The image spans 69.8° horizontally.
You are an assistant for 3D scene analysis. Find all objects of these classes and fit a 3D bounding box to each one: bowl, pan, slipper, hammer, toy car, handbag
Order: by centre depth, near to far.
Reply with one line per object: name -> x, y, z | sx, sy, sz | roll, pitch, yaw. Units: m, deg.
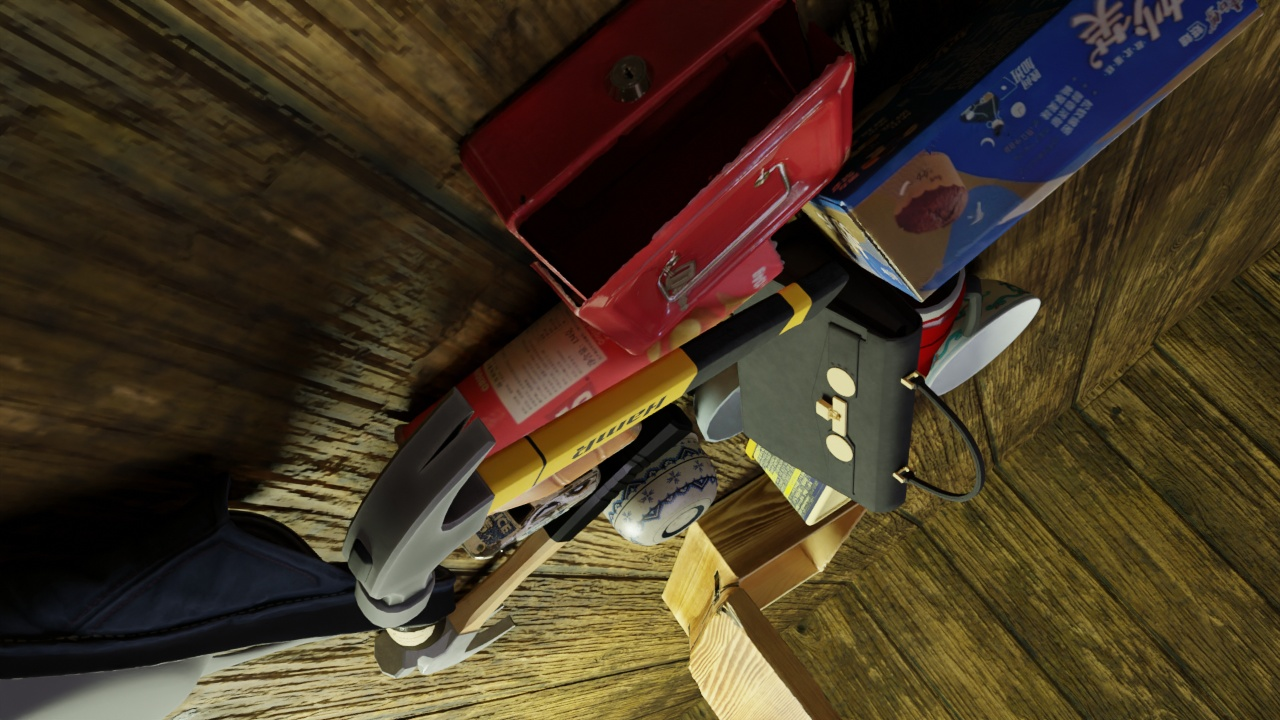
slipper -> -0.216, 0.096, 0.460 | 0.265, 0.083, 0.109 | 4, 179, -40
hammer -> 0.000, 0.016, 0.466 | 0.323, 0.034, 0.170 | -29, 162, -33
pan -> -0.305, 0.211, 0.574 | 0.217, 0.024, 0.353 | -42, 159, 26
handbag -> 0.153, 0.026, 0.620 | 0.072, 0.196, 0.176 | -29, 135, -19
toy car -> -0.083, 0.099, 0.665 | 0.112, 0.048, 0.040 | -33, 160, -11
bowl -> 0.084, 0.018, 0.761 | 0.106, 0.039, 0.106 | -30, 155, -16
hammer -> -0.083, 0.155, 0.782 | 0.329, 0.039, 0.131 | -45, 156, 15
bowl -> 0.022, 0.124, 0.838 | 0.115, 0.059, 0.116 | -30, 155, -16
bowl -> 0.328, -0.038, 0.948 | 0.143, 0.074, 0.144 | -30, 155, -16

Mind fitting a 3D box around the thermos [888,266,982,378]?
thermos -> 0.242, -0.037, 0.807 | 0.108, 0.083, 0.199 | -3, 159, 9

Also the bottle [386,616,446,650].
bottle -> -0.174, 0.163, 0.660 | 0.045, 0.045, 0.185 | -28, 154, -19

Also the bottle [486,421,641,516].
bottle -> -0.081, 0.068, 0.604 | 0.167, 0.059, 0.059 | -34, 156, 4

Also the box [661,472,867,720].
box -> 0.198, 0.336, 1.131 | 0.285, 0.336, 0.280 | -25, 155, -22

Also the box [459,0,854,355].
box -> 0.015, -0.092, 0.427 | 0.157, 0.097, 0.129 | -42, 160, 2

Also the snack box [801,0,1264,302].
snack box -> 0.188, -0.136, 0.502 | 0.203, 0.069, 0.155 | -41, -167, 8

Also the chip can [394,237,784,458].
chip can -> -0.028, -0.006, 0.530 | 0.233, 0.073, 0.073 | -39, 156, 1

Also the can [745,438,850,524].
can -> 0.175, 0.089, 0.928 | 0.075, 0.104, 0.135 | -28, 154, -21
